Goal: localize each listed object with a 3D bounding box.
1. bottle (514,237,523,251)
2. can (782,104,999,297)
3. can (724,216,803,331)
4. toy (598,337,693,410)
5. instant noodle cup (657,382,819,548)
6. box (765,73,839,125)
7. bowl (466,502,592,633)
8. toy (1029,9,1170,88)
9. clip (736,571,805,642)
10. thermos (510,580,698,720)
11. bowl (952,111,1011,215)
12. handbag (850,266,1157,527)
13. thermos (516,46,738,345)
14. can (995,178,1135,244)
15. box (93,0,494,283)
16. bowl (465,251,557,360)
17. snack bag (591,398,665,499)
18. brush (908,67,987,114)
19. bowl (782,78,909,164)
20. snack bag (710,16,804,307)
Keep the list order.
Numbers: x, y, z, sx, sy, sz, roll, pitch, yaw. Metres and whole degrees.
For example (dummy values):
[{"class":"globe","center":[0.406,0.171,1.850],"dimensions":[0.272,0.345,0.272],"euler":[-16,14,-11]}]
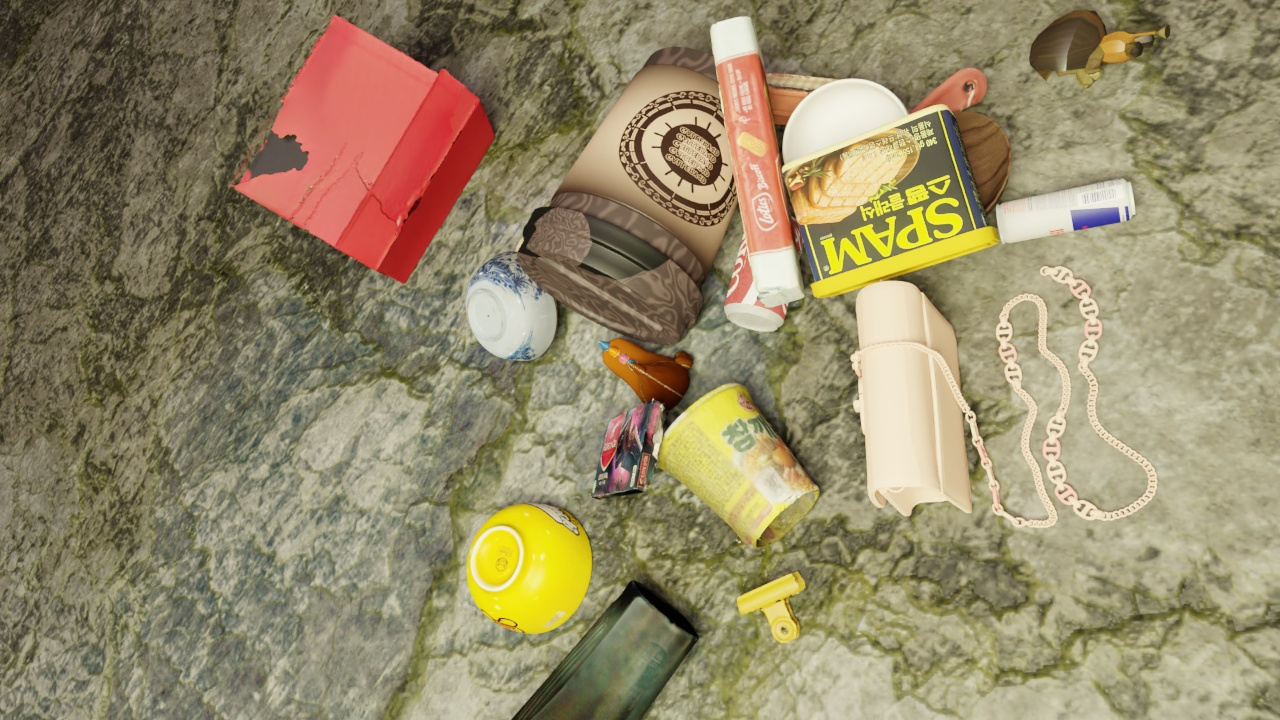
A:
[{"class":"bottle","center":[-0.101,-0.101,0.937],"dimensions":[0.109,0.063,0.063],"euler":[-39,55,26]},{"class":"can","center":[0.186,-0.118,0.696],"dimensions":[0.135,0.075,0.104],"euler":[-18,88,26]},{"class":"can","center":[0.110,-0.078,0.806],"dimensions":[0.054,0.054,0.096],"euler":[7,75,33]},{"class":"toy","center":[-0.005,0.005,0.813],"dimensions":[0.090,0.103,0.070],"euler":[33,90,29]},{"class":"instant noodle cup","center":[0.081,0.088,0.735],"dimensions":[0.102,0.102,0.108],"euler":[-46,63,7]},{"class":"box","center":[0.123,-0.247,0.855],"dimensions":[0.187,0.078,0.054],"euler":[18,107,33]},{"class":"bowl","center":[-0.110,0.182,0.822],"dimensions":[0.117,0.067,0.117],"euler":[-12,65,27]},{"class":"toy","center":[0.361,-0.246,0.722],"dimensions":[0.076,0.063,0.100],"euler":[-37,30,-31]},{"class":"clip","center":[0.105,0.193,0.714],"dimensions":[0.054,0.045,0.048],"euler":[-28,34,17]},{"class":"thermos","center":[-0.047,0.285,0.731],"dimensions":[0.098,0.098,0.220],"euler":[37,87,36]},{"class":"bowl","center":[0.250,-0.144,0.754],"dimensions":[0.120,0.032,0.119],"euler":[-21,56,35]},{"class":"handbag","center":[0.245,0.010,0.650],"dimensions":[0.188,0.116,0.198],"euler":[-10,66,27]},{"class":"thermos","center":[0.012,-0.152,0.833],"dimensions":[0.173,0.172,0.226],"euler":[18,74,35]},{"class":"can","center":[0.325,-0.114,0.705],"dimensions":[0.095,0.032,0.032],"euler":[-9,66,28]},{"class":"box","center":[-0.284,-0.223,0.892],"dimensions":[0.107,0.409,0.211],"euler":[30,88,24]},{"class":"bowl","center":[-0.139,-0.049,0.913],"dimensions":[0.114,0.045,0.114],"euler":[15,113,37]},{"class":"snack bag","center":[-0.012,0.079,0.779],"dimensions":[0.155,0.018,0.074],"euler":[145,139,-71]},{"class":"brush","center":[0.217,-0.199,0.800],"dimensions":[0.173,0.041,0.030],"euler":[-31,18,18]},{"class":"bowl","center":[0.175,-0.178,0.762],"dimensions":[0.105,0.054,0.105],"euler":[4,100,23]},{"class":"snack bag","center":[0.095,-0.157,0.743],"dimensions":[0.041,0.077,0.225],"euler":[-12,83,13]}]
